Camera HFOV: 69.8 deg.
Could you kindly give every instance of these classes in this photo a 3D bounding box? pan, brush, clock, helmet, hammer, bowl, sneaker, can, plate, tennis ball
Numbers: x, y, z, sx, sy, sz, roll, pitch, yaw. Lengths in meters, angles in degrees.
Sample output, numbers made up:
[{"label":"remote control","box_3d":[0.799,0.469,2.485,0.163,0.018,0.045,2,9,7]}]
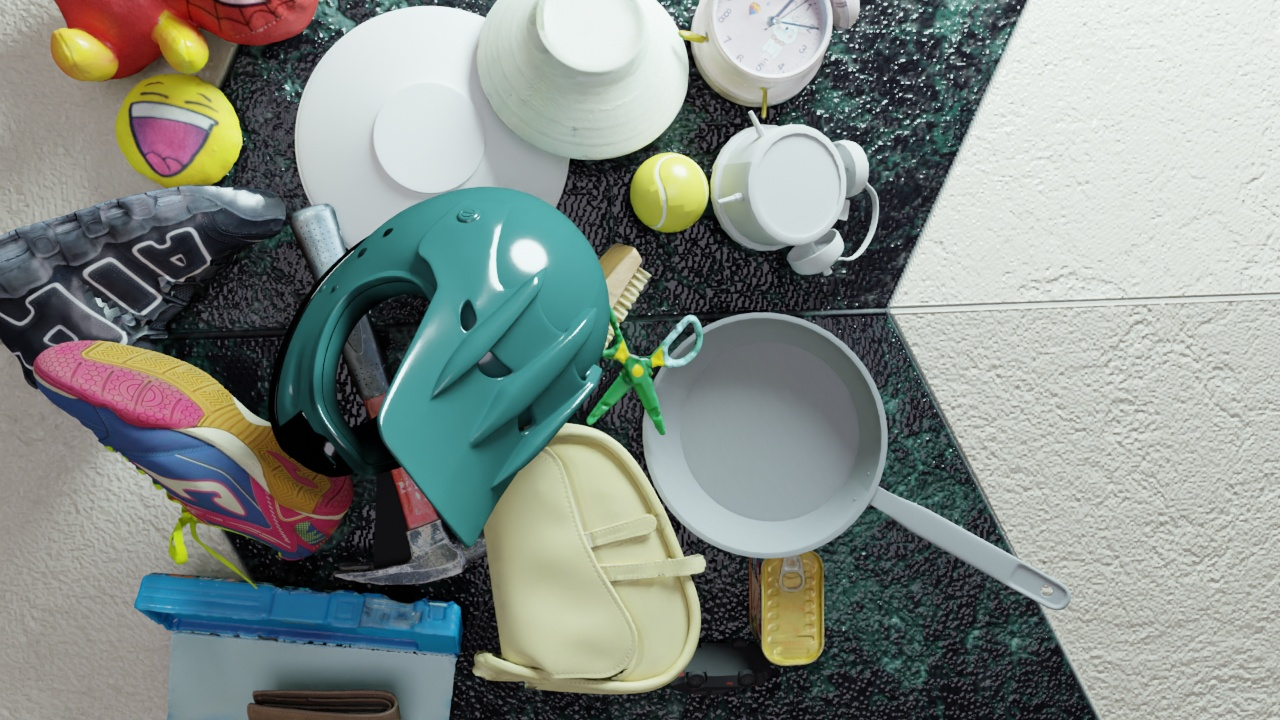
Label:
[{"label":"pan","box_3d":[0.167,0.096,0.738,0.357,0.050,0.201,28,99,15]},{"label":"brush","box_3d":[-0.035,-0.042,0.773,0.039,0.049,0.117,30,90,-24]},{"label":"clock","box_3d":[0.133,-0.137,0.772,0.159,0.061,0.120,20,88,-26]},{"label":"clock","box_3d":[0.115,-0.291,0.767,0.117,0.059,0.158,40,88,-6]},{"label":"helmet","box_3d":[-0.126,-0.008,0.649,0.201,0.273,0.176,-1,133,32]},{"label":"hammer","box_3d":[-0.228,0.033,0.765,0.140,0.036,0.326,-19,95,-5]},{"label":"bowl","box_3d":[-0.042,-0.253,0.732,0.176,0.058,0.176,2,76,-8]},{"label":"sneaker","box_3d":[-0.343,0.078,0.690,0.241,0.116,0.091,34,113,-15]},{"label":"sneaker","box_3d":[-0.392,-0.047,0.723,0.252,0.097,0.151,-17,100,-3]},{"label":"can","box_3d":[0.124,0.204,0.792,0.054,0.059,0.100,-1,93,-5]},{"label":"plate","box_3d":[-0.173,-0.182,0.762,0.229,0.030,0.229,0,93,-5]},{"label":"tennis ball","box_3d":[0.024,-0.139,0.763,0.065,0.065,0.065,0,93,-5]}]

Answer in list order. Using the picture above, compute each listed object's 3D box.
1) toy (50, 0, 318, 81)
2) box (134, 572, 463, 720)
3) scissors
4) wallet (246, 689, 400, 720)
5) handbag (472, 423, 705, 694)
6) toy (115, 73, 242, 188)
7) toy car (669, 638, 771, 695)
[{"label":"toy","box_3d":[-0.351,-0.295,0.709,0.216,0.098,0.147,-17,100,-3]},{"label":"box","box_3d":[-0.274,0.238,0.768,0.243,0.070,0.171,7,125,-5]},{"label":"scissors","box_3d":[0.002,0.004,0.754,0.130,0.011,0.125,-24,106,-2]},{"label":"wallet","box_3d":[-0.257,0.309,0.761,0.121,0.026,0.099,2,128,-4]},{"label":"handbag","box_3d":[-0.052,0.159,0.744,0.190,0.089,0.233,-10,90,-19]},{"label":"toy","box_3d":[-0.372,-0.184,0.740,0.095,0.041,0.094,11,95,-8]},{"label":"toy car","box_3d":[0.067,0.270,0.801,0.091,0.042,0.036,1,118,-6]}]
